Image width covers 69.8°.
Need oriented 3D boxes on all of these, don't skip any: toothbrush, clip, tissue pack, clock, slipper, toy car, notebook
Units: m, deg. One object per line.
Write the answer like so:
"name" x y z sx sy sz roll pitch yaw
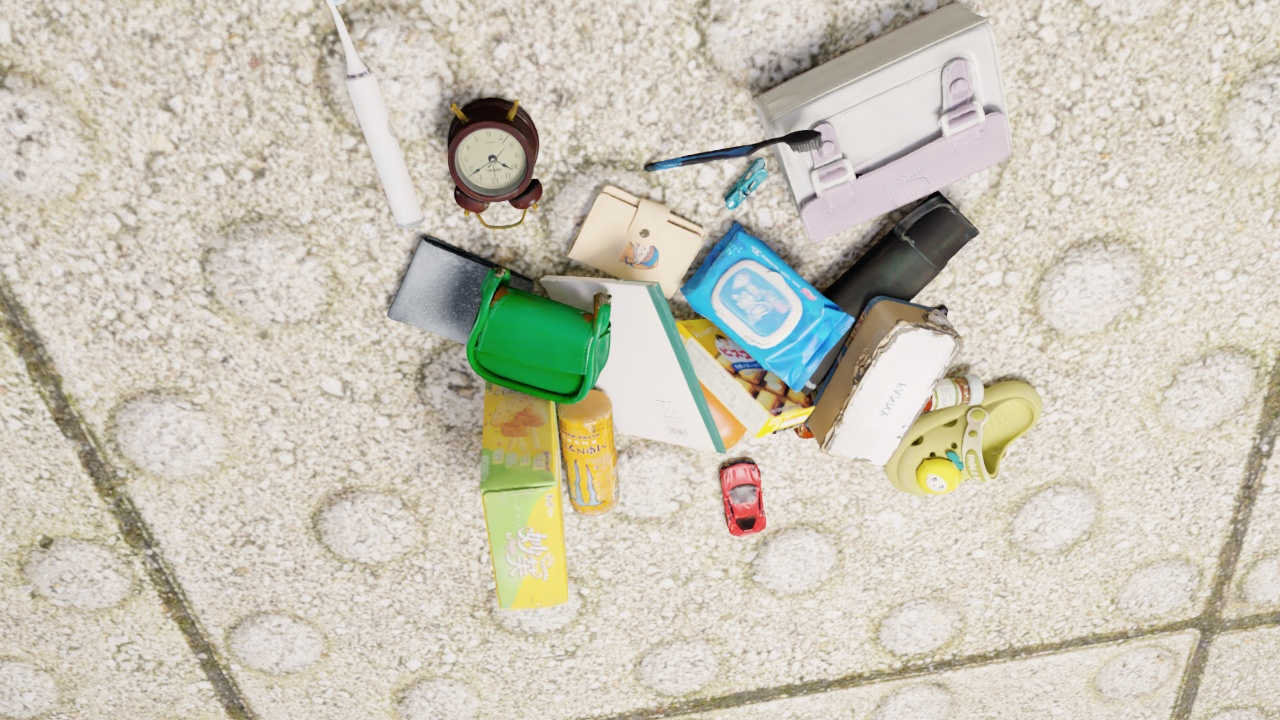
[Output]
"toothbrush" -0.234 -0.219 0.798 0.026 0.026 0.221 -17 122 -8
"clip" 0.099 -0.165 0.868 0.013 0.039 0.056 30 121 -20
"tissue pack" 0.119 -0.051 0.883 0.157 0.052 0.095 43 101 15
"clock" -0.130 -0.174 0.819 0.082 0.055 0.122 -5 124 -3
"toothbrush" 0.076 -0.178 0.798 0.190 0.014 0.016 0 148 42
"slipper" 0.367 0.095 1.027 0.191 0.081 0.091 -32 117 11
"toy car" 0.120 0.162 1.074 0.049 0.031 0.106 -10 121 0
"notebook" -0.005 0.005 0.914 0.151 0.012 0.209 8 134 41

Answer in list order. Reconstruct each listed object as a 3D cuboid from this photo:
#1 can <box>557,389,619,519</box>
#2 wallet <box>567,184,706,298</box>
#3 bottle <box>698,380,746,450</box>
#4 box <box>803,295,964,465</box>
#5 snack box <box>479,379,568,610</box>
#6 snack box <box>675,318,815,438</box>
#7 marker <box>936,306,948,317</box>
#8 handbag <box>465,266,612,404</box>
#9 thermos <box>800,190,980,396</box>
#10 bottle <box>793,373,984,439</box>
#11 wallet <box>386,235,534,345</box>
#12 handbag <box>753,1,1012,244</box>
"can" -0.055 0.103 0.995 0.058 0.058 0.146 -5 127 -3
"wallet" -0.001 -0.115 0.889 0.115 0.024 0.087 22 117 -17
"bottle" 0.048 0.033 0.969 0.149 0.066 0.067 42 110 -19
"box" 0.235 0.028 0.910 0.089 0.059 0.185 13 123 -21
"snack box" -0.114 0.117 0.915 0.070 0.209 0.158 -5 123 -4
"snack box" 0.096 0.014 0.899 0.086 0.140 0.034 -7 135 -51
"marker" 0.270 -0.028 0.978 0.124 0.015 0.018 -26 122 7
"handbag" -0.092 -0.026 0.872 0.131 0.067 0.120 18 130 1
"thermos" 0.217 -0.066 0.911 0.243 0.068 0.090 -47 141 21
"bottle" 0.267 0.044 0.998 0.206 0.059 0.060 -8 123 -2
"wallet" -0.177 -0.061 0.910 0.120 0.019 0.097 21 120 -19
"handbag" 0.218 -0.203 0.817 0.197 0.098 0.145 -24 127 10
